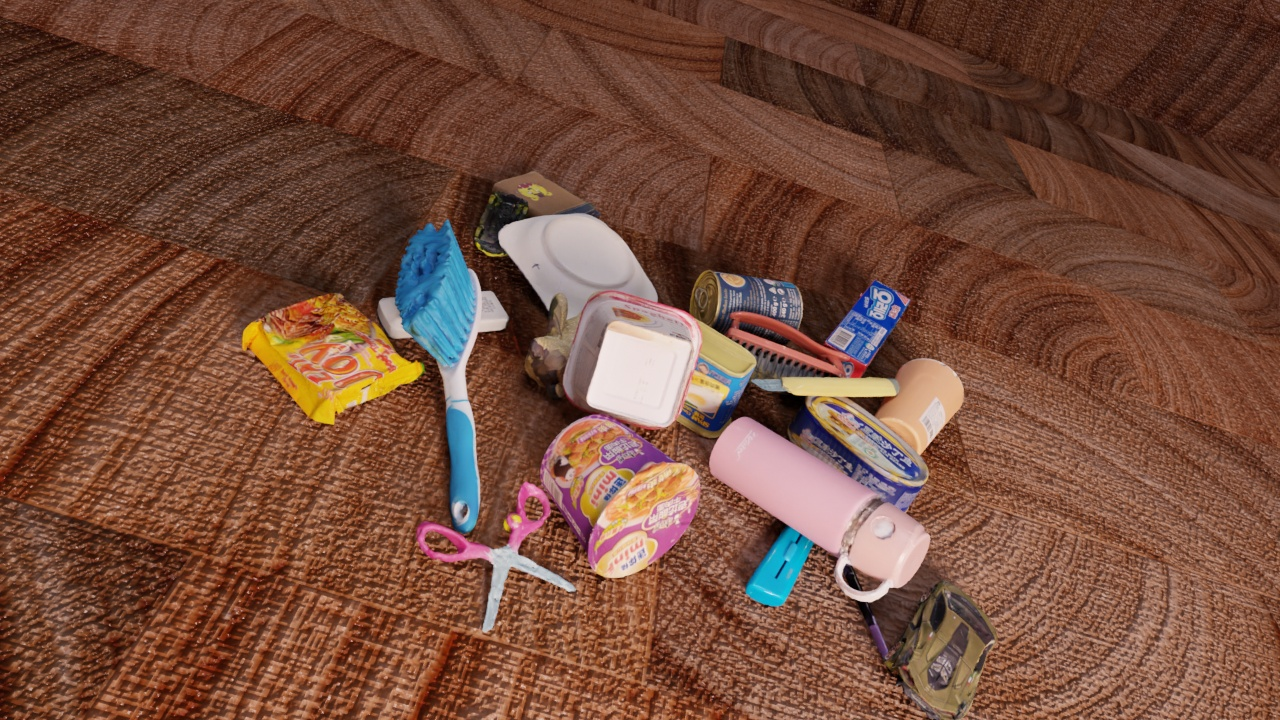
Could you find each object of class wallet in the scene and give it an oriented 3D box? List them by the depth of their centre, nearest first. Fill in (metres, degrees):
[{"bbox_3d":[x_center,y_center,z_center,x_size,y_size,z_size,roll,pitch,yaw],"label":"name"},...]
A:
[{"bbox_3d":[-0.117,-0.197,1.154,0.115,0.033,0.090,34,38,22],"label":"wallet"}]

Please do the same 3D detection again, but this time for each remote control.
[{"bbox_3d":[-0.198,-0.048,0.921,0.124,0.024,0.049,-6,45,-34],"label":"remote control"}]

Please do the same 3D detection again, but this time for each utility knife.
[{"bbox_3d":[0.141,0.160,0.828,0.034,0.018,0.181,30,35,13],"label":"utility knife"},{"bbox_3d":[0.197,0.025,0.947,0.183,0.019,0.031,6,33,-27],"label":"utility knife"}]

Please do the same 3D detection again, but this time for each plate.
[{"bbox_3d":[-0.063,-0.115,1.044,0.163,0.034,0.164,-18,63,-42],"label":"plate"}]

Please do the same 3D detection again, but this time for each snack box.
[{"bbox_3d":[0.268,-0.031,1.110,0.057,0.058,0.206,31,37,13],"label":"snack box"}]

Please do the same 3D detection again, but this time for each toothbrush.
[{"bbox_3d":[0.181,0.184,0.805,0.016,0.014,0.188,6,45,-26],"label":"toothbrush"}]

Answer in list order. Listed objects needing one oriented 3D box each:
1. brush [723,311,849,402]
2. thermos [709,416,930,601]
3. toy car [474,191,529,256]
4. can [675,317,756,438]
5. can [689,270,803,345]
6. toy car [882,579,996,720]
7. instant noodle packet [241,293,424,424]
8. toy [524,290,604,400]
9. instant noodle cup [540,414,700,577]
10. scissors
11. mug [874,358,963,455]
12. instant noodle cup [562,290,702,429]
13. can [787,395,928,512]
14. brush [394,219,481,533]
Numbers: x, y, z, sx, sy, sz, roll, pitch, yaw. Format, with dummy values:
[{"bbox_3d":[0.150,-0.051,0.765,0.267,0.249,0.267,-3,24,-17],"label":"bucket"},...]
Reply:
[{"bbox_3d":[0.157,-0.002,0.997,0.146,0.063,0.069,20,72,-4],"label":"brush"},{"bbox_3d":[0.148,0.130,0.806,0.199,0.067,0.087,33,72,34],"label":"thermos"},{"bbox_3d":[-0.164,-0.156,1.076,0.048,0.032,0.105,17,47,-6],"label":"toy car"},{"bbox_3d":[0.056,0.015,0.918,0.102,0.083,0.057,32,37,14],"label":"can"},{"bbox_3d":[0.122,-0.060,1.057,0.111,0.075,0.075,6,38,-21],"label":"can"},{"bbox_3d":[0.253,0.235,0.759,0.070,0.042,0.157,43,37,10],"label":"toy car"},{"bbox_3d":[-0.272,-0.006,0.811,0.128,0.044,0.110,38,43,21],"label":"instant noodle packet"},{"bbox_3d":[-0.065,-0.022,0.928,0.156,0.066,0.105,-48,118,-53],"label":"toy"},{"bbox_3d":[-0.022,0.103,0.750,0.111,0.112,0.099,-10,37,-36],"label":"instant noodle cup"},{"bbox_3d":[-0.108,0.146,0.705,0.134,0.017,0.133,25,46,-16],"label":"scissors"},{"bbox_3d":[0.295,0.059,0.996,0.078,0.078,0.122,33,42,15],"label":"mug"},{"bbox_3d":[-0.005,0.005,0.814,0.116,0.117,0.124,16,6,-5],"label":"instant noodle cup"},{"bbox_3d":[0.219,0.092,0.931,0.148,0.049,0.074,41,39,26],"label":"can"},{"bbox_3d":[-0.170,0.000,0.806,0.060,0.109,0.313,-21,39,11],"label":"brush"}]
